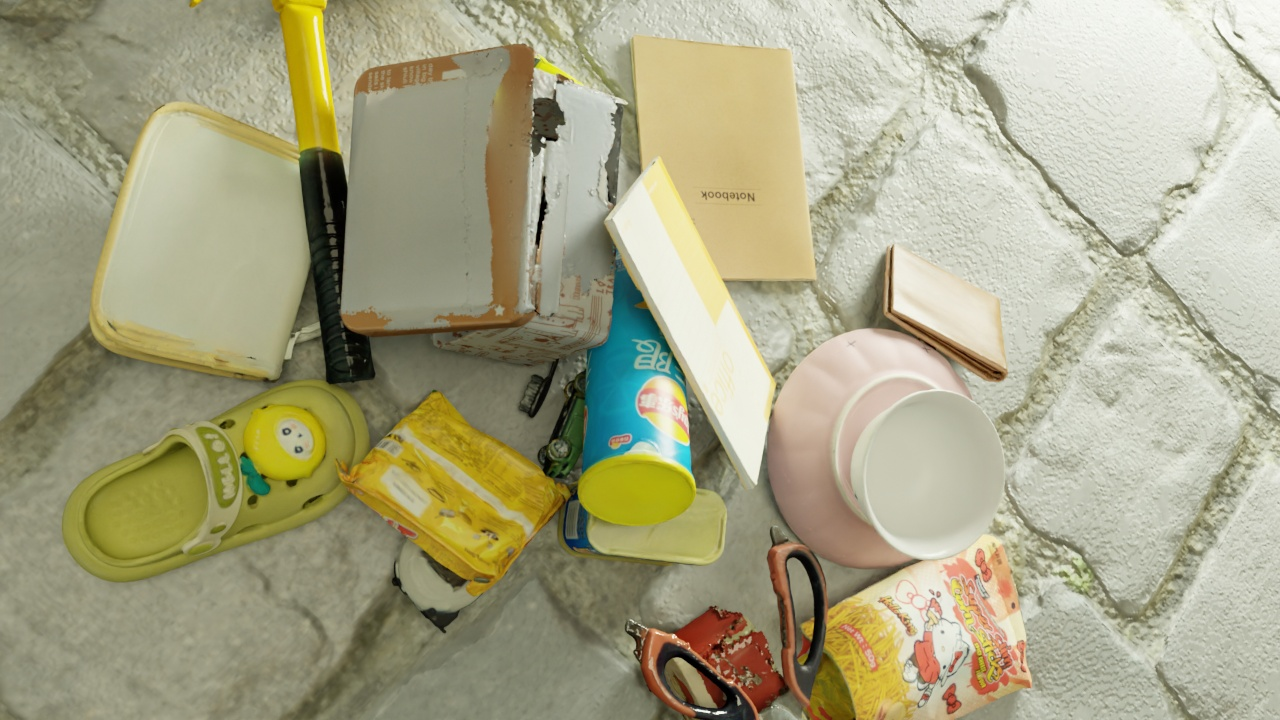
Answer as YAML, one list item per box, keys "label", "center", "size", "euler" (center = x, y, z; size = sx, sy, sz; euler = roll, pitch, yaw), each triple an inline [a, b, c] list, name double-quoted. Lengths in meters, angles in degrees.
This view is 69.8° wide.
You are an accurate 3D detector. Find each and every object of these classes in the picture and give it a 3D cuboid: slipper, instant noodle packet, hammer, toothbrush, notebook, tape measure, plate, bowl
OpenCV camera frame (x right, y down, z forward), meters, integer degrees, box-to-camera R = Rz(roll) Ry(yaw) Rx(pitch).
- label: "slipper"
  center: [-0.262, 0.076, 0.572]
  size: [0.190, 0.082, 0.091]
  euler: [-25, 90, -17]
- label: "instant noodle packet"
  center: [-0.124, 0.084, 0.605]
  size: [0.128, 0.044, 0.110]
  euler: [37, 38, 4]
- label: "hammer"
  center: [-0.212, -0.134, 0.606]
  size: [0.128, 0.033, 0.300]
  euler: [-8, 89, -38]
- label: "toothbrush"
  center: [-0.053, -0.045, 0.694]
  size: [0.016, 0.014, 0.189]
  euler: [16, 73, 11]
- label: "notebook"
  center: [0.069, -0.166, 0.758]
  size: [0.147, 0.008, 0.207]
  euler: [-1, 80, -17]
- label: "tape measure"
  center: [-0.133, 0.139, 0.623]
  size: [0.065, 0.034, 0.066]
  euler: [-43, 94, -21]
- label: "plate"
  center: [0.193, 0.070, 0.717]
  size: [0.192, 0.039, 0.192]
  euler: [0, 90, -19]
- label: "bowl"
  center: [0.193, 0.079, 0.660]
  size: [0.118, 0.065, 0.118]
  euler: [0, 90, -20]
- label: "notebook"
  center: [0.042, -0.031, 0.641]
  size: [0.206, 0.010, 0.145]
  euler: [61, 25, -19]

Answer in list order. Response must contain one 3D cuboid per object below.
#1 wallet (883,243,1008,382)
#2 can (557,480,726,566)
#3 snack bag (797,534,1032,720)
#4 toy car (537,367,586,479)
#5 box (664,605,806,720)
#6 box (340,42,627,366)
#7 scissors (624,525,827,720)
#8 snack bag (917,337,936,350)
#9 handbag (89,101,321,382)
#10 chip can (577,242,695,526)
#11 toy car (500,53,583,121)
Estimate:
- label: "wallet"
  center: [0.253, -0.042, 0.762]
  size: [0.115, 0.020, 0.101]
  euler: [28, 42, -9]
- label: "can"
  center: [0.001, 0.113, 0.643]
  size: [0.102, 0.083, 0.057]
  euler: [10, 77, -15]
- label: "snack bag"
  center: [0.218, 0.221, 0.708]
  size: [0.207, 0.073, 0.128]
  euler: [-13, 83, -26]
- label: "toy car"
  center: [-0.045, 0.044, 0.663]
  size: [0.036, 0.043, 0.091]
  euler: [28, 73, -11]
- label: "box"
  center: [0.084, 0.256, 0.637]
  size: [0.078, 0.091, 0.168]
  euler: [-28, 89, -17]
- label: "box"
  center: [-0.110, -0.097, 0.596]
  size: [0.166, 0.151, 0.181]
  euler: [11, 76, -29]
- label: "scissors"
  center: [0.087, 0.219, 0.590]
  size: [0.225, 0.015, 0.188]
  euler: [41, 64, -5]
- label: "snack bag"
  center: [0.199, 0.005, 0.754]
  size: [0.104, 0.026, 0.048]
  euler: [-10, 103, -20]
- label: "handbag"
  center: [-0.257, -0.066, 0.619]
  size: [0.178, 0.063, 0.163]
  euler: [17, 75, -29]
- label: "chip can"
  center: [-0.004, 0.004, 0.619]
  size: [0.071, 0.071, 0.209]
  euler: [13, 46, -15]
- label: "toy car"
  center: [-0.063, -0.202, 0.711]
  size: [0.105, 0.032, 0.048]
  euler: [32, 72, -11]
